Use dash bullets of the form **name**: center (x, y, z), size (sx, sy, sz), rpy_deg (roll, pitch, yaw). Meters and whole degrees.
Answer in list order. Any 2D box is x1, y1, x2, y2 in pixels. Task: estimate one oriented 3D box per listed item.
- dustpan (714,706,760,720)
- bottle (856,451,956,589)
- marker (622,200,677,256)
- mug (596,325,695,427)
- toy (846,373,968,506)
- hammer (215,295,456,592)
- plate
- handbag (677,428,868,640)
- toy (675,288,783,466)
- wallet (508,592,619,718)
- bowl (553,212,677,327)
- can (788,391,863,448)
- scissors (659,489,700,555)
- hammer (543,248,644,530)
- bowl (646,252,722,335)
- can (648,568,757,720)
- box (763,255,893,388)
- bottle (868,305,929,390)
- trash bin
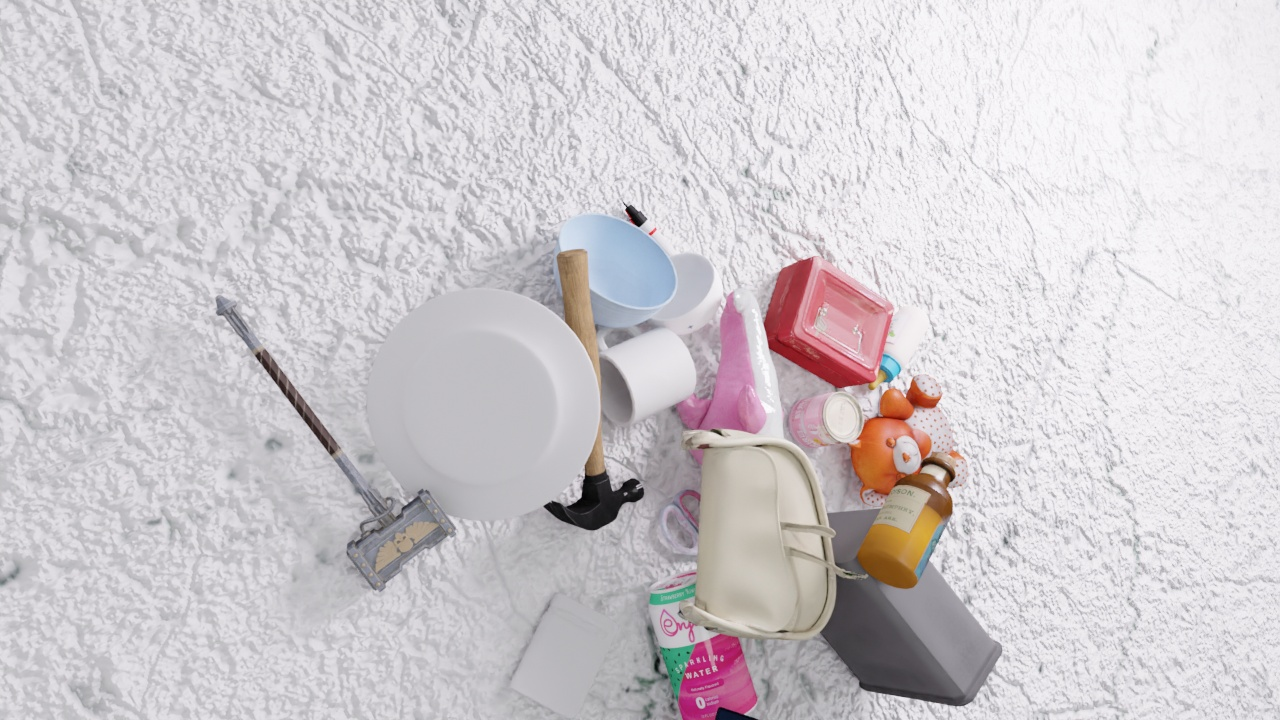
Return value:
- **dustpan**: center (0.129, 0.444, 0.978), size (0.080, 0.273, 0.236), rpy_deg (-68, 152, -25)
- **bottle**: center (0.299, 0.165, 0.995), size (0.068, 0.068, 0.156), rpy_deg (44, 63, -13)
- **marker**: center (0.026, -0.145, 1.152), size (0.145, 0.019, 0.019), rpy_deg (48, 63, -12)
- **mug**: center (-0.006, 0.006, 1.068), size (0.090, 0.091, 0.121), rpy_deg (-24, 74, -29)
- **toy**: center (0.355, 0.114, 1.231), size (0.172, 0.093, 0.164), rpy_deg (-21, 95, -27)
- **hammer**: center (-0.315, 0.070, 0.904), size (0.098, 0.044, 0.322), rpy_deg (-37, 98, -15)
- **plate**: center (-0.163, 0.047, 0.941), size (0.242, 0.016, 0.242), rpy_deg (0, 95, 2)
- **handbag**: center (0.132, 0.187, 0.970), size (0.183, 0.132, 0.229), rpy_deg (3, 87, -33)
- **toy**: center (0.108, 0.044, 1.118), size (0.128, 0.186, 0.265), rpy_deg (-4, 80, 14)
- **wallet**: center (-0.083, 0.320, 0.997), size (0.086, 0.032, 0.116), rpy_deg (34, 68, -6)
- **bowl**: center (-0.040, -0.093, 1.063), size (0.150, 0.075, 0.150), rpy_deg (18, 44, -19)
- **can**: center (0.238, 0.078, 1.186), size (0.067, 0.076, 0.067), rpy_deg (6, 78, -27)
- **scissors**: center (0.086, 0.236, 1.113), size (0.076, 0.017, 0.174), rpy_deg (-43, 104, -31)
- **hammer**: center (-0.062, 0.035, 0.988), size (0.132, 0.040, 0.306), rpy_deg (-21, 113, -44)
- **bowl**: center (0.051, -0.075, 1.109), size (0.054, 0.105, 0.104), rpy_deg (50, 57, -46)
- **can**: center (0.069, 0.327, 1.039), size (0.088, 0.088, 0.166), rpy_deg (-16, 88, -29)
- **box**: center (0.250, -0.048, 1.212), size (0.158, 0.087, 0.129), rpy_deg (28, 67, -21)
- **bottle**: center (0.352, -0.013, 1.278), size (0.051, 0.051, 0.145), rpy_deg (44, 64, -13)
- **trash bin**: center (0.284, 0.293, 1.103), size (0.097, 0.192, 0.220), rpy_deg (-43, 99, -28)
